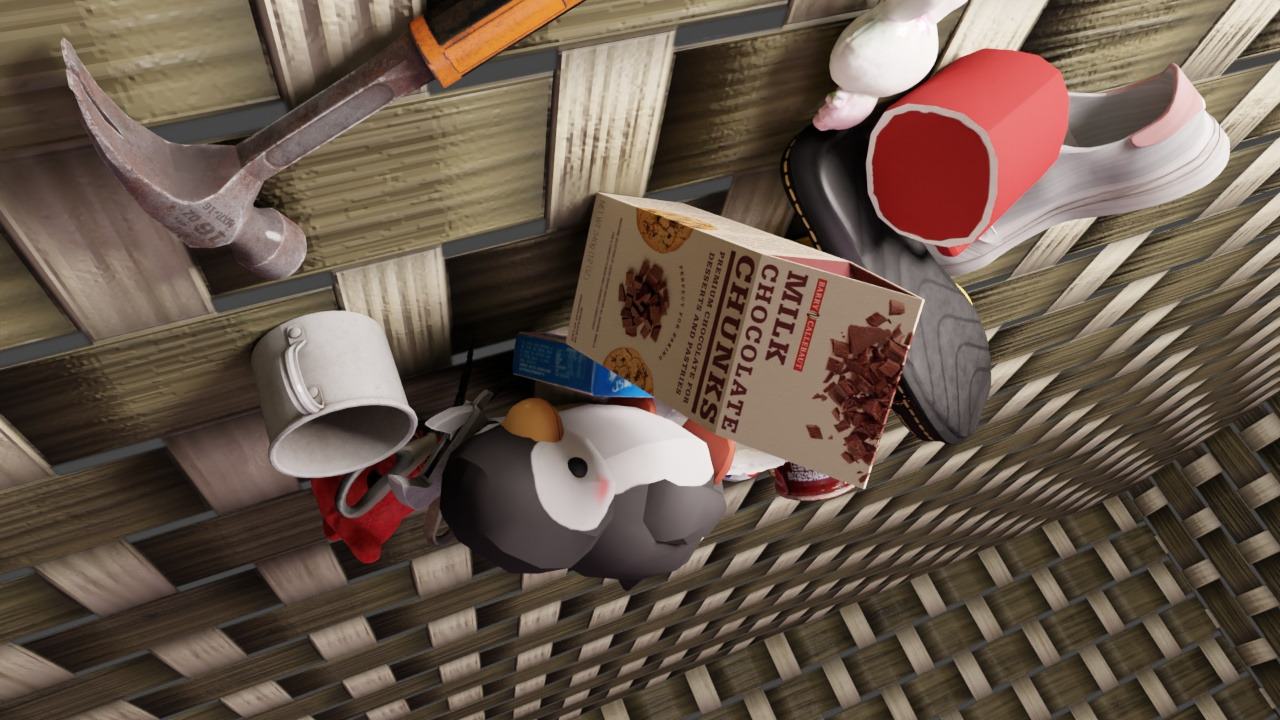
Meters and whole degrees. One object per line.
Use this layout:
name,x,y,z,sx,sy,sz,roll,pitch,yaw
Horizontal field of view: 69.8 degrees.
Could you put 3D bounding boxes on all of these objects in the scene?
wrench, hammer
wrench,-0.088,0.056,0.672,0.084,0.018,0.273,-62,161,11
hammer,-0.073,-0.143,0.368,0.315,0.035,0.138,-29,155,8

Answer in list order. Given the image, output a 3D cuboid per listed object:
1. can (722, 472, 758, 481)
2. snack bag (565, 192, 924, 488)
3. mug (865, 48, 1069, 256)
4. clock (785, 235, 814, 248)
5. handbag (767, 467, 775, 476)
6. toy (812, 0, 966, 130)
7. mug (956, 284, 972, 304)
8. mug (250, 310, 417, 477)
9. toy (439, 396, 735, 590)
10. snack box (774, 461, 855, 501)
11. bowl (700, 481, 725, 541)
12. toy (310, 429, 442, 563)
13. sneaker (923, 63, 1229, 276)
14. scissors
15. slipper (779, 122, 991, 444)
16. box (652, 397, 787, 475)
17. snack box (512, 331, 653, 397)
can,0.106,0.060,0.875,0.070,0.070,0.132,-13,153,-23
snack bag,0.054,-0.019,0.497,0.069,0.206,0.094,-1,111,-40
mug,0.193,-0.113,0.548,0.096,0.080,0.116,-38,136,-34
clock,0.109,-0.047,0.697,0.151,0.052,0.114,-1,146,-47
handbag,0.188,0.058,0.977,0.166,0.063,0.139,-9,134,-24
toy,0.135,-0.171,0.494,0.079,0.038,0.123,-22,160,-42
mug,0.259,-0.021,0.859,0.078,0.078,0.121,-24,160,-1
mug,-0.183,0.014,0.529,0.084,0.070,0.113,-22,155,-7
toy,-0.047,0.093,0.594,0.183,0.159,0.140,5,100,-50
snack box,0.138,0.049,0.771,0.072,0.121,0.072,-12,-168,3
bowl,0.039,0.115,0.889,0.061,0.117,0.118,-32,161,-30
toy,-0.190,0.102,0.690,0.133,0.088,0.093,-42,160,34
sneaker,0.256,-0.133,0.623,0.237,0.099,0.089,-19,127,31
scissors,-0.140,0.062,0.625,0.157,0.012,0.171,-24,130,-49
slipper,0.160,-0.042,0.618,0.076,0.112,0.268,-2,136,49
box,0.054,0.058,0.758,0.107,0.132,0.152,-14,154,-26
snack box,-0.004,0.004,0.656,0.154,0.033,0.088,3,-174,-44
